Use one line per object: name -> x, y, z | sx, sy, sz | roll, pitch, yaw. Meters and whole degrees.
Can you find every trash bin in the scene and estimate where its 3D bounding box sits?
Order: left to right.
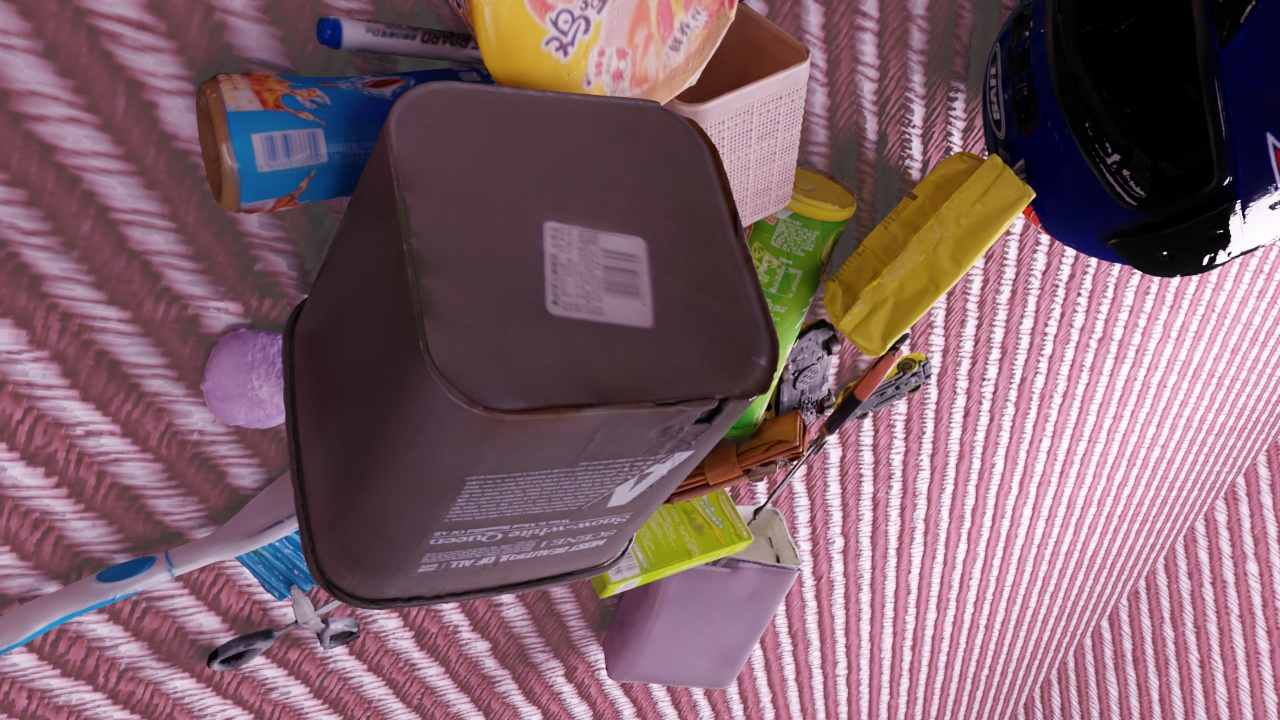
trash bin -> -0.061, -0.001, 0.456 | 0.198, 0.198, 0.220 | -3, 157, -27

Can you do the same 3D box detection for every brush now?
brush -> -0.267, 0.126, 0.600 | 0.314, 0.060, 0.109 | -33, 135, -6

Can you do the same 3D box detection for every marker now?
marker -> -0.096, -0.165, 0.485 | 0.145, 0.017, 0.017 | -6, 130, -35

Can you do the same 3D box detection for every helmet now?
helmet -> 0.367, -0.193, 0.650 | 0.241, 0.247, 0.315 | -10, 163, 34

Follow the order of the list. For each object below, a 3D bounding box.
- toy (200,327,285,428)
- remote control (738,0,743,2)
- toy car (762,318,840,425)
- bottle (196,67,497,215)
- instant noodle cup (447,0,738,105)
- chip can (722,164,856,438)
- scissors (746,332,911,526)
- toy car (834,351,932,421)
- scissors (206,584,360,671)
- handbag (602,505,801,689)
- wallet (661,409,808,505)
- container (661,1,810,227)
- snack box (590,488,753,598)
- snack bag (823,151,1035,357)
toy -> -0.203, 0.008, 0.546 | 0.107, 0.039, 0.084 | -2, 110, -33
remote control -> 0.045, -0.231, 0.530 | 0.136, 0.024, 0.053 | -24, 137, -21
toy car -> 0.141, 0.017, 0.825 | 0.071, 0.041, 0.156 | -30, 145, -18
bottle -> -0.109, -0.120, 0.481 | 0.218, 0.065, 0.065 | -13, 134, -31
instant noodle cup -> -0.037, -0.195, 0.431 | 0.137, 0.110, 0.138 | -22, 137, -22
chip can -> 0.093, -0.039, 0.713 | 0.072, 0.072, 0.222 | -7, 131, -34
scissors -> 0.171, 0.056, 0.814 | 0.222, 0.015, 0.189 | -56, 169, 33
toy car -> 0.242, 0.024, 0.925 | 0.105, 0.032, 0.048 | -29, 142, 4
scissors -> -0.240, 0.190, 0.667 | 0.181, 0.014, 0.159 | -25, 156, 10
handbag -> 0.054, 0.235, 0.920 | 0.144, 0.098, 0.197 | 5, 126, -22
wallet -> 0.076, 0.083, 0.774 | 0.132, 0.031, 0.107 | -22, -176, 15
container -> 0.044, -0.142, 0.564 | 0.090, 0.090, 0.111 | -26, 142, -17
snack box -> 0.017, 0.148, 0.815 | 0.156, 0.085, 0.026 | -11, 148, -32
snack bag -> 0.214, -0.079, 0.722 | 0.158, 0.068, 0.246 | -48, 171, 10
